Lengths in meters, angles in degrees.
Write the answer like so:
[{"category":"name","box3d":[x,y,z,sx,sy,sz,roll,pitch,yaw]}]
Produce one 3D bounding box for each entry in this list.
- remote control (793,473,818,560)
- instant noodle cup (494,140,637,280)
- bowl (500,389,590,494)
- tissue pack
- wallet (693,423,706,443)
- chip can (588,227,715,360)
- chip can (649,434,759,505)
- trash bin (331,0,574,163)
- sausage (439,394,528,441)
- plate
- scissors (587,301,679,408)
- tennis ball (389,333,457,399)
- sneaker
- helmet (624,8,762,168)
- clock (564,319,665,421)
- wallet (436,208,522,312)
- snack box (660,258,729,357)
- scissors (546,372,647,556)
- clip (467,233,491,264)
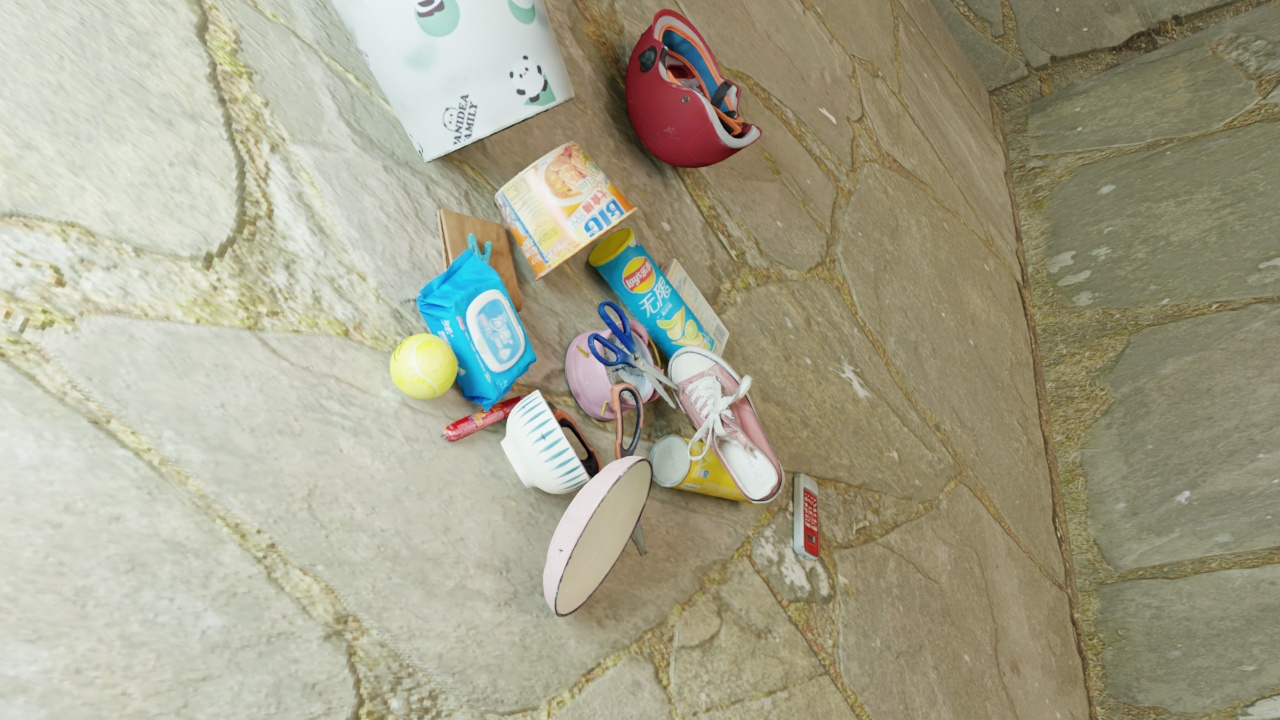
[{"category":"remote control","box3d":[0.267,0.250,1.475,0.056,0.020,0.135,34,50,-39]},{"category":"instant noodle cup","box3d":[-0.095,-0.182,1.097,0.111,0.152,0.151,55,38,-7]},{"category":"bowl","box3d":[-0.109,0.097,0.994,0.116,0.066,0.116,58,-6,10]},{"category":"tissue pack","box3d":[-0.171,-0.032,0.979,0.094,0.052,0.157,-48,124,-43]},{"category":"wallet","box3d":[0.097,0.066,1.334,0.087,0.024,0.115,-42,107,-47]},{"category":"chip can","box3d":[0.019,-0.080,1.254,0.210,0.071,0.071,50,41,-26]},{"category":"chip can","box3d":[0.104,0.153,1.262,0.213,0.072,0.072,18,61,-47]},{"category":"trash bin","box3d":[-0.201,-0.364,0.978,0.228,0.230,0.252,-45,116,-51]},{"category":"sausage","box3d":[-0.162,0.060,1.000,0.155,0.020,0.020,-24,94,-54]},{"category":"plate","box3d":[-0.052,0.184,0.995,0.192,0.039,0.193,-52,159,-29]},{"category":"scissors","box3d":[-0.005,-0.009,1.140,0.169,0.012,0.144,8,70,-50]},{"category":"tennis ball","box3d":[-0.216,0.006,0.913,0.065,0.066,0.065,26,55,-44]},{"category":"sneaker","box3d":[0.105,0.073,1.177,0.241,0.118,0.088,61,7,25]},{"category":"helmet","box3d":[0.054,-0.393,1.388,0.206,0.144,0.240,4,57,-52]},{"category":"clock","box3d":[-0.024,0.009,1.167,0.158,0.060,0.117,-26,95,-54]},{"category":"wallet","box3d":[-0.185,-0.113,1.049,0.101,0.020,0.115,5,68,-52]},{"category":"snack box","box3d":[0.073,-0.065,1.356,0.157,0.027,0.084,51,41,-26]},{"category":"scissors","box3d":[-0.040,0.124,1.085,0.224,0.015,0.188,41,77,-14]},{"category":"clip","box3d":[-0.179,-0.115,1.027,0.037,0.013,0.055,21,55,-45]}]
